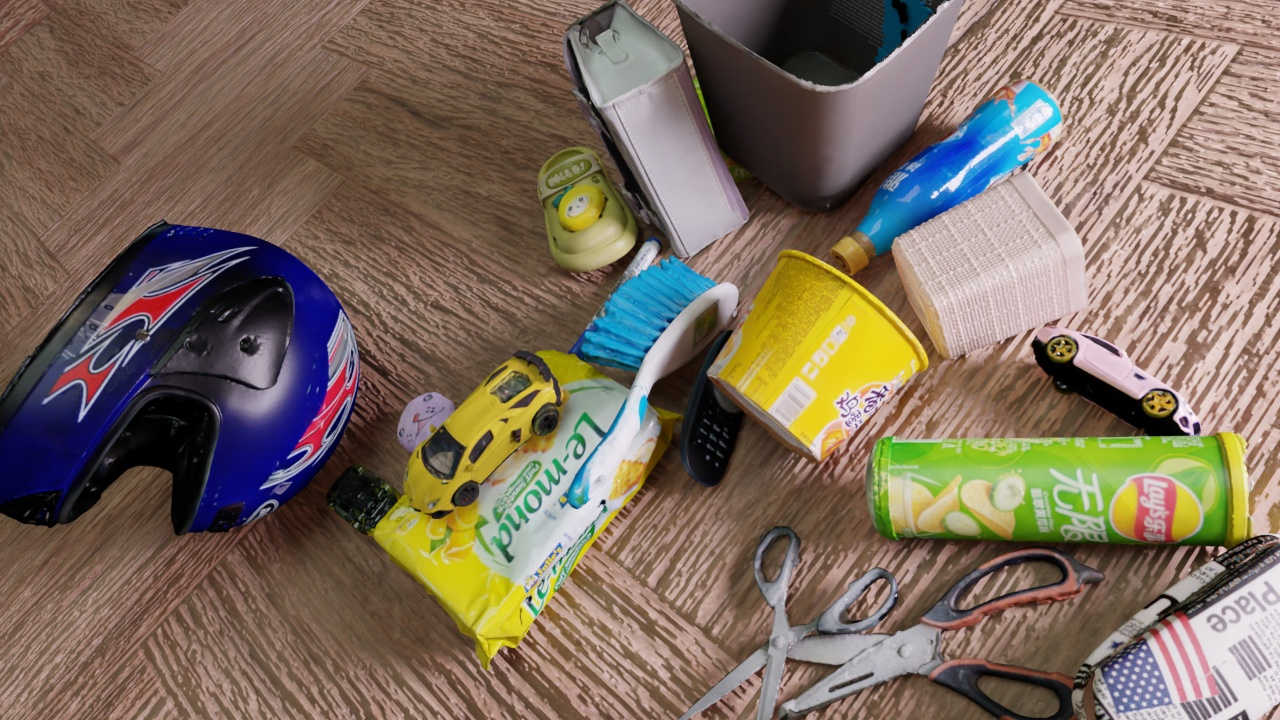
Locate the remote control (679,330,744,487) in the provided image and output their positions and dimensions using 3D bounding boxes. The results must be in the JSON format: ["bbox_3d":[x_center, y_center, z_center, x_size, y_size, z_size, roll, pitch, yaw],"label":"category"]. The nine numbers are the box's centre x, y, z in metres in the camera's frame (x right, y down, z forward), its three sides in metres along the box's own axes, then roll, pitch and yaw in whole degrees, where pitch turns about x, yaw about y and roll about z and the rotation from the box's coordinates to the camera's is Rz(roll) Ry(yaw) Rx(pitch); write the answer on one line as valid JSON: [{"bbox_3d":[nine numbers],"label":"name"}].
[{"bbox_3d":[0.060,0.038,0.739,0.024,0.053,0.136,-16,46,48],"label":"remote control"}]

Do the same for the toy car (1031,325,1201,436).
[{"bbox_3d":[0.323,0.015,0.625,0.037,0.056,0.122,-47,50,-2],"label":"toy car"}]

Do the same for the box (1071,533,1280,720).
[{"bbox_3d":[0.314,0.156,0.494,0.163,0.075,0.081,-30,15,-6],"label":"box"}]

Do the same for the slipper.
[{"bbox_3d":[-0.069,-0.168,0.932,0.092,0.081,0.190,-28,46,8],"label":"slipper"}]

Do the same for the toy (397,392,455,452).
[{"bbox_3d":[-0.187,0.072,0.840,0.084,0.039,0.108,-49,51,-2],"label":"toy"}]

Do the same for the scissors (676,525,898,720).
[{"bbox_3d":[0.095,0.186,0.624,0.181,0.014,0.159,-28,40,9],"label":"scissors"}]

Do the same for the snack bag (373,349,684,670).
[{"bbox_3d":[-0.091,0.107,0.749,0.158,0.068,0.246,28,71,38],"label":"snack bag"}]

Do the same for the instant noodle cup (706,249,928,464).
[{"bbox_3d":[0.125,0.003,0.685,0.110,0.138,0.138,-50,50,-3],"label":"instant noodle cup"}]

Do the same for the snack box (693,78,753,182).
[{"bbox_3d":[0.108,-0.251,0.941,0.086,0.026,0.156,-20,51,12],"label":"snack box"}]

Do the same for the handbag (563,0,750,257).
[{"bbox_3d":[0.009,-0.210,0.846,0.098,0.197,0.144,-28,48,4],"label":"handbag"}]

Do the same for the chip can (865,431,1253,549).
[{"bbox_3d":[0.260,0.083,0.594,0.222,0.072,0.072,-3,56,24],"label":"chip can"}]

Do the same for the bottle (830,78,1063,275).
[{"bbox_3d":[0.253,-0.148,0.772,0.218,0.065,0.065,-39,49,-3],"label":"bottle"}]

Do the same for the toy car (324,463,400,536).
[{"bbox_3d":[-0.249,0.128,0.834,0.105,0.032,0.048,18,65,47],"label":"toy car"}]

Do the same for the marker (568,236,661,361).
[{"bbox_3d":[-0.023,-0.060,0.871,0.017,0.017,0.145,20,67,35],"label":"marker"}]

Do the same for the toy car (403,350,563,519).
[{"bbox_3d":[-0.128,0.059,0.730,0.155,0.041,0.071,-45,49,-10],"label":"toy car"}]

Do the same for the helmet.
[{"bbox_3d":[-0.393,0.037,0.826,0.248,0.240,0.314,-37,25,51],"label":"helmet"}]

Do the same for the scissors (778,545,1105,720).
[{"bbox_3d":[0.195,0.186,0.587,0.222,0.015,0.189,24,69,36],"label":"scissors"}]

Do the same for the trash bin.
[{"bbox_3d":[0.151,-0.262,0.777,0.198,0.220,0.199,-45,68,-9],"label":"trash bin"}]

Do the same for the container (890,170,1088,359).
[{"bbox_3d":[0.261,-0.068,0.695,0.111,0.090,0.089,-25,50,11],"label":"container"}]

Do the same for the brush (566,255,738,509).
[{"bbox_3d":[-0.004,0.004,0.716,0.109,0.061,0.313,20,37,25],"label":"brush"}]
